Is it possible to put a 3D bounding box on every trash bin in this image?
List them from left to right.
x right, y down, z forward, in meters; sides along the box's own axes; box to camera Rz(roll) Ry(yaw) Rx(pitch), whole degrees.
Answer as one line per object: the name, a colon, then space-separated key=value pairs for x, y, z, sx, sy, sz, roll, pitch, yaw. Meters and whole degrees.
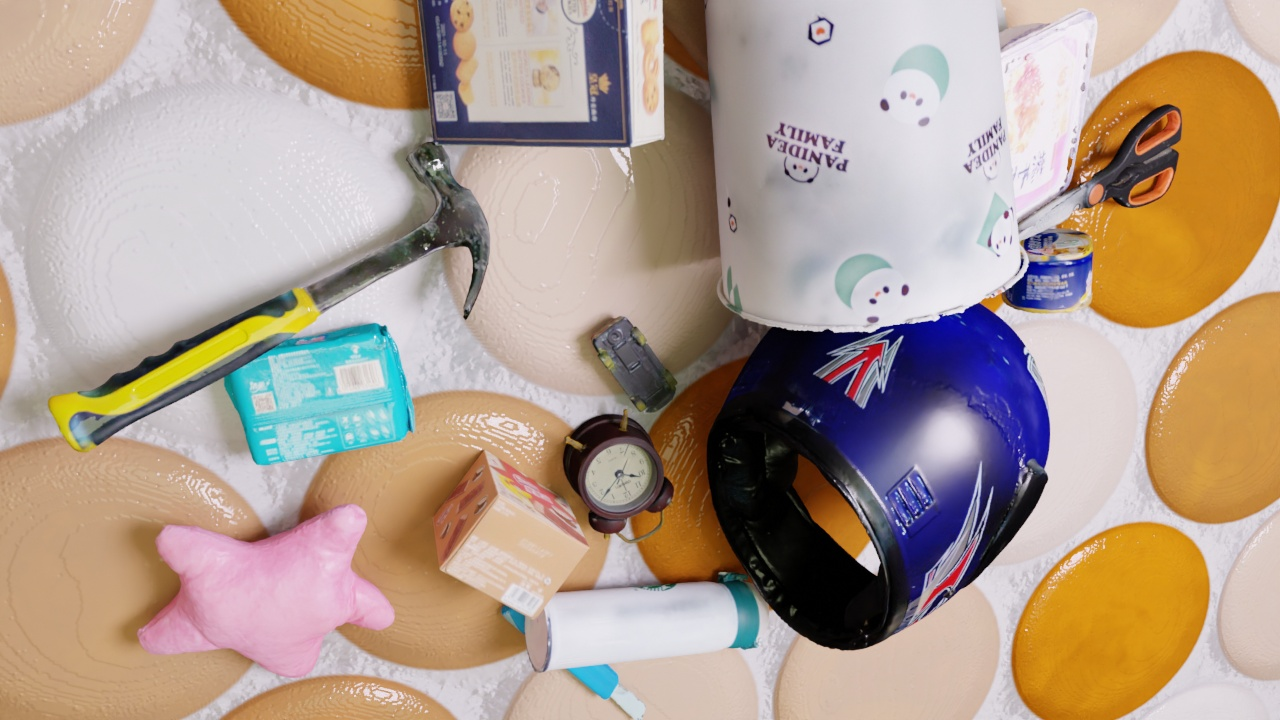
trash bin: x=0.152 y=-0.180 z=0.656 sx=0.229 sy=0.229 sz=0.252 roll=-16 pitch=114 yaw=-11

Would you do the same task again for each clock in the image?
clock: x=-0.018 y=0.103 z=0.796 sx=0.082 sy=0.055 sz=0.122 roll=-25 pitch=109 yaw=-8

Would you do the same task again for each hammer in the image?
hammer: x=-0.253 y=-0.030 z=0.656 sx=0.323 sy=0.032 sz=0.126 roll=-31 pitch=89 yaw=-12

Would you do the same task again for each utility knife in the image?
utility knife: x=-0.055 y=0.283 z=0.861 sx=0.034 sy=0.018 sz=0.194 roll=-44 pitch=112 yaw=-7

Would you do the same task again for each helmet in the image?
helmet: x=0.203 y=0.075 z=0.761 sx=0.239 sy=0.247 sz=0.316 roll=-35 pitch=145 yaw=-22

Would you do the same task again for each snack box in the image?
snack box: x=-0.110 y=0.142 z=0.761 sx=0.092 sy=0.094 sz=0.077 roll=35 pitch=94 yaw=-23
snack box: x=-0.071 y=-0.237 z=0.615 sx=0.045 sy=0.183 sz=0.178 roll=-27 pitch=121 yaw=-53

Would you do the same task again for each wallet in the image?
wallet: x=0.061 y=-0.280 z=0.713 sx=0.090 sy=0.033 sz=0.115 roll=-45 pitch=114 yaw=4

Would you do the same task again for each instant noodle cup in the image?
instant noodle cup: x=0.304 y=-0.197 z=0.768 sx=0.137 sy=0.060 sz=0.174 roll=-29 pitch=135 yaw=-19

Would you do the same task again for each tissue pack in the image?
tissue pack: x=-0.247 y=0.026 z=0.707 sx=0.133 sy=0.050 sz=0.093 roll=-10 pitch=109 yaw=-12

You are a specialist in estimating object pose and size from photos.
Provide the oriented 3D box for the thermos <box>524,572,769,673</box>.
thermos: x=0.011 y=0.235 z=0.835 sx=0.224 sy=0.073 sz=0.073 roll=2 pitch=106 yaw=-24

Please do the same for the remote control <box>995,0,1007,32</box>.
remote control: x=0.236 y=-0.261 z=0.764 sx=0.150 sy=0.021 sz=0.058 roll=-21 pitch=103 yaw=-9

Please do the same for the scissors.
scissors: x=0.412 y=-0.170 z=0.826 sx=0.234 sy=0.022 sz=0.143 roll=-7 pitch=117 yaw=-32

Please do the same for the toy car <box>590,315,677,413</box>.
toy car: x=-0.005 y=0.005 z=0.781 sx=0.042 sy=0.035 sz=0.090 roll=-36 pitch=114 yaw=-1

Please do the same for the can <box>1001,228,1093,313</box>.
can: x=0.360 y=-0.082 z=0.810 sx=0.075 sy=0.147 sz=0.049 roll=3 pitch=108 yaw=24

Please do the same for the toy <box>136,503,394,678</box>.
toy: x=-0.301 y=0.197 z=0.736 sx=0.194 sy=0.074 sz=0.179 roll=-8 pitch=119 yaw=-10
